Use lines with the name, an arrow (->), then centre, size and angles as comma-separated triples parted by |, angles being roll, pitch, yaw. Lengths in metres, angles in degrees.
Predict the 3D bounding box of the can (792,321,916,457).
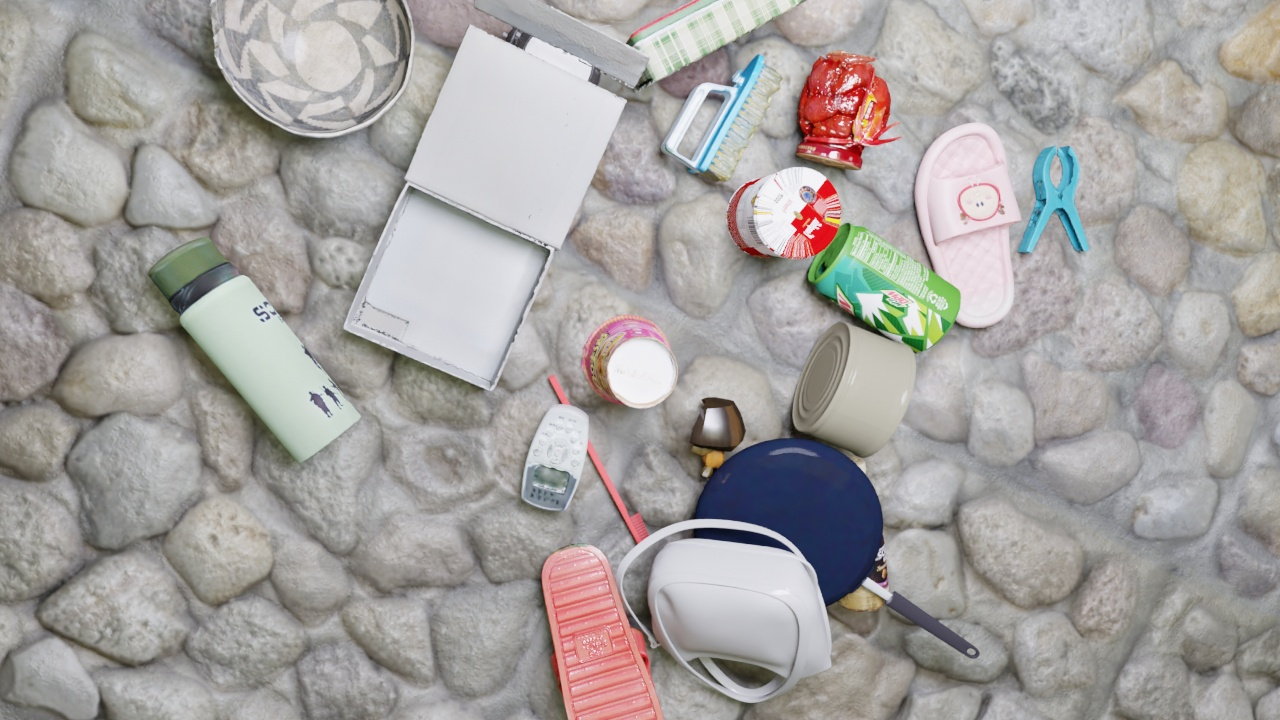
can -> 0.220, 0.029, 0.959 | 0.073, 0.128, 0.128 | 21, 93, -9

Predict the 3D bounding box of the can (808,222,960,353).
can -> 0.258, -0.077, 0.972 | 0.144, 0.083, 0.083 | 31, 91, -9

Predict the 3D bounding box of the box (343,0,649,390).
box -> -0.145, -0.159, 0.897 | 0.166, 0.098, 0.369 | 23, 100, -11

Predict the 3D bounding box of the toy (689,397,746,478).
toy -> 0.081, 0.090, 0.985 | 0.076, 0.063, 0.100 | -13, 110, -44

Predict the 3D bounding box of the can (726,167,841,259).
can -> 0.143, -0.147, 0.931 | 0.086, 0.116, 0.086 | -1, 97, -9

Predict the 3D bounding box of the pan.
pan -> 0.221, 0.223, 0.977 | 0.356, 0.021, 0.199 | 34, 103, -6

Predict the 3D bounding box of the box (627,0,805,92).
box -> 0.079, -0.335, 0.901 | 0.205, 0.117, 0.051 | -28, 105, -3

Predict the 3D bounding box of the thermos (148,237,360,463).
thermos -> -0.378, -0.011, 0.894 | 0.082, 0.082, 0.231 | -37, 101, -3

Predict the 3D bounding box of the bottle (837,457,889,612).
bottle -> 0.239, 0.190, 1.016 | 0.059, 0.059, 0.166 | -8, 98, -8

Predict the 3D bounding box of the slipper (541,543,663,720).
slipper -> -0.044, 0.320, 0.992 | 0.103, 0.059, 0.248 | -18, 84, -5

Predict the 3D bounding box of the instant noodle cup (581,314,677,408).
instant noodle cup -> -0.006, 0.005, 0.932 | 0.097, 0.108, 0.098 | -1, 97, -9

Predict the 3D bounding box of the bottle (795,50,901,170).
bottle -> 0.213, -0.256, 0.940 | 0.099, 0.099, 0.111 | 13, 99, -10

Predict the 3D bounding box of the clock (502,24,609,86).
clock -> -0.089, -0.293, 0.915 | 0.122, 0.044, 0.091 | -6, 98, -8

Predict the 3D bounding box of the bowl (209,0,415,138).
bowl -> -0.300, -0.296, 0.864 | 0.178, 0.081, 0.178 | -1, 97, -9

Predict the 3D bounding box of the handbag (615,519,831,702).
handbag -> 0.093, 0.281, 0.969 | 0.216, 0.095, 0.223 | 4, 127, 19

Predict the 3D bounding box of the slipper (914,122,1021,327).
slipper -> 0.359, -0.143, 0.995 | 0.106, 0.055, 0.221 | -11, 100, -5

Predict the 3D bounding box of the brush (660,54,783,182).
brush -> 0.085, -0.256, 0.940 | 0.075, 0.055, 0.136 | 29, 91, -16

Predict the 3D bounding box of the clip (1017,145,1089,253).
clip -> 0.452, -0.178, 1.021 | 0.102, 0.027, 0.119 | -1, 97, -11

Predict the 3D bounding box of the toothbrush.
toothbrush -> -0.042, 0.107, 0.988 | 0.018, 0.012, 0.212 | -28, 100, -4

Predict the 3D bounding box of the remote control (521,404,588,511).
remote control -> -0.088, 0.102, 0.964 | 0.060, 0.028, 0.114 | 18, 102, -2
